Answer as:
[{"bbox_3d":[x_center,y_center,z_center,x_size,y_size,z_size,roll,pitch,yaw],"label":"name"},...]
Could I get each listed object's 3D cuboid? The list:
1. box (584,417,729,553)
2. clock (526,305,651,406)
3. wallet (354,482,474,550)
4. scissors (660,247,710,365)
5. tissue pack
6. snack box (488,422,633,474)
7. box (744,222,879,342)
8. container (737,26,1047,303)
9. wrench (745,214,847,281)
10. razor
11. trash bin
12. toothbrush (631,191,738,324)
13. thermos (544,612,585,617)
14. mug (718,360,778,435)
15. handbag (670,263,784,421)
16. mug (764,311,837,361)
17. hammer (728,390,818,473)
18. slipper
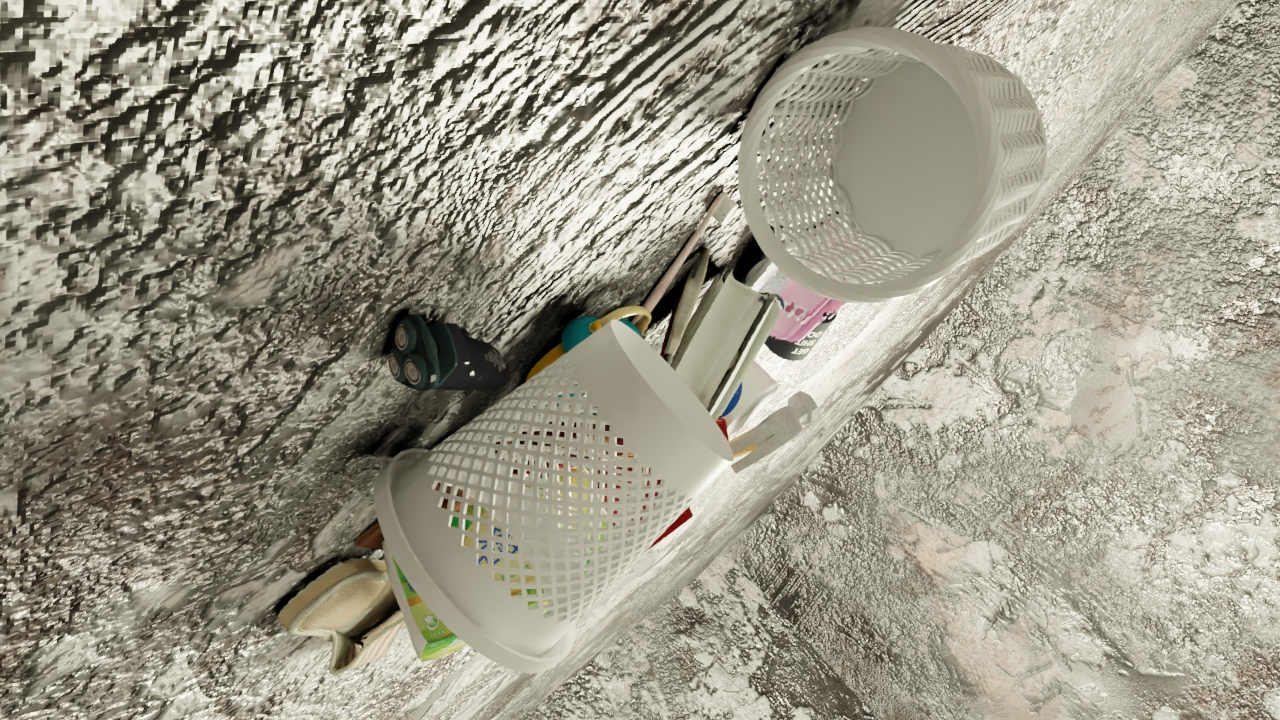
[{"bbox_3d":[0.005,0.157,1.075,0.156,0.157,0.170,-27,119,-40],"label":"box"},{"bbox_3d":[-0.045,-0.002,0.774,0.130,0.043,0.099,-41,165,19],"label":"clock"},{"bbox_3d":[-0.197,0.142,0.824,0.087,0.013,0.121,-38,163,-2],"label":"wallet"},{"bbox_3d":[0.029,-0.016,0.816,0.185,0.015,0.179,-91,-159,-83],"label":"scissors"},{"bbox_3d":[-0.127,0.193,0.841,0.197,0.120,0.142,-12,157,-18],"label":"tissue pack"},{"bbox_3d":[-0.047,0.078,0.850,0.133,0.036,0.152,-11,172,18],"label":"snack box"},{"bbox_3d":[0.158,-0.079,1.012,0.153,0.066,0.202,-1,154,-21],"label":"box"},{"bbox_3d":[0.201,-0.152,0.714,0.186,0.189,0.190,-22,153,-54],"label":"container"},{"bbox_3d":[0.217,-0.150,1.060,0.272,0.018,0.066,-32,161,-31],"label":"wrench"},{"bbox_3d":[-0.120,0.001,0.609,0.052,0.047,0.142,-21,170,12],"label":"razor"},{"bbox_3d":[-0.051,0.085,0.672,0.200,0.195,0.195,-41,164,10],"label":"trash bin"},{"bbox_3d":[0.029,-0.074,0.811,0.015,0.018,0.182,-19,152,-53],"label":"toothbrush"},{"bbox_3d":[-0.110,0.260,1.085,0.082,0.082,0.241,-40,179,-13],"label":"thermos"},{"bbox_3d":[0.093,0.040,1.111,0.121,0.090,0.091,-50,162,22],"label":"mug"},{"bbox_3d":[0.075,-0.014,0.923,0.151,0.074,0.176,-61,-177,3],"label":"handbag"},{"bbox_3d":[0.187,-0.050,1.166,0.105,0.071,0.078,-2,144,-26],"label":"mug"},{"bbox_3d":[0.086,0.132,1.200,0.130,0.039,0.329,-31,179,-41],"label":"hammer"},{"bbox_3d":[-0.257,0.244,0.867,0.115,0.052,0.263,-41,163,-11],"label":"slipper"}]
